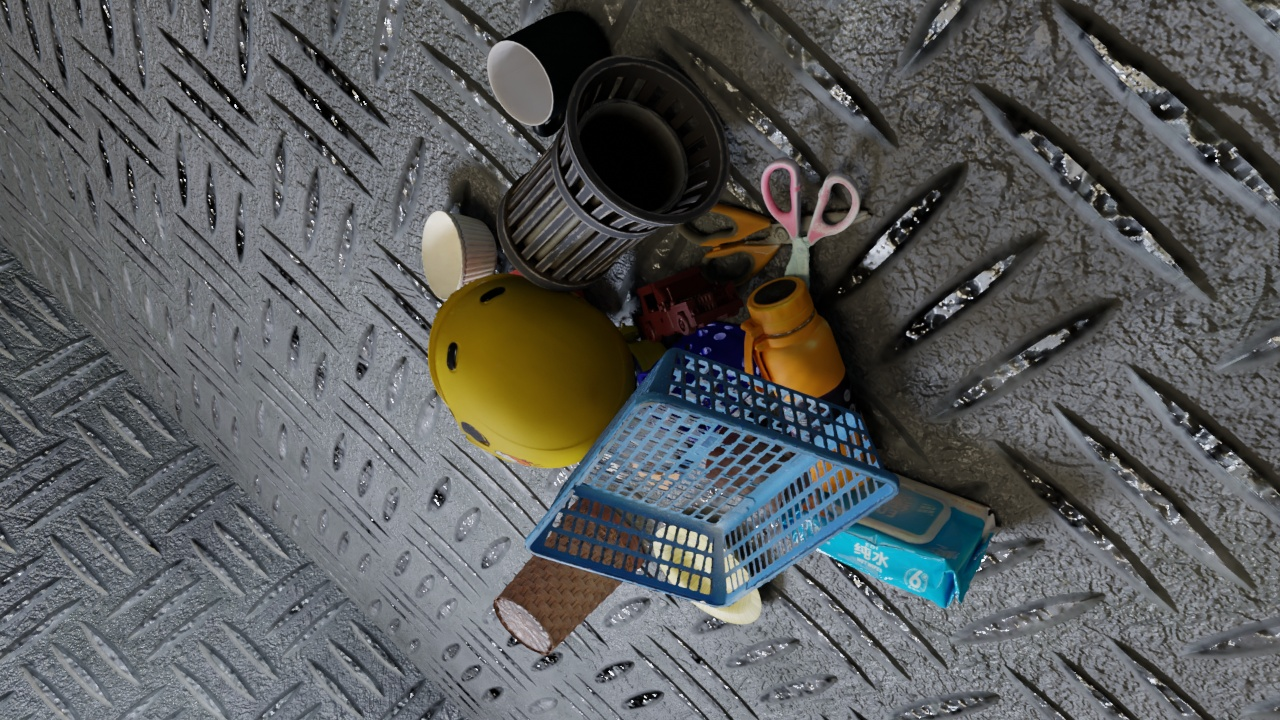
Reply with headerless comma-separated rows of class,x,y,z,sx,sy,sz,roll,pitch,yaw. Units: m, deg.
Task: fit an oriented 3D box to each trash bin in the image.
trash bin,-0.042,-0.169,0.918,0.164,0.163,0.228,51,148,-6
trash bin,-0.114,0.340,1.440,0.151,0.209,0.151,27,140,25

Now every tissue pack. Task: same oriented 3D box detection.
tissue pack,0.259,0.174,0.972,0.209,0.116,0.066,18,130,34

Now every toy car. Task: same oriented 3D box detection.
toy car,0.044,-0.061,0.974,0.062,0.070,0.170,69,162,-4

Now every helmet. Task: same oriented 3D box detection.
helmet,-0.103,0.017,1.007,0.240,0.209,0.140,38,168,-34

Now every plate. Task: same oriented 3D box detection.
plate,0.104,0.298,1.322,0.184,0.036,0.185,28,141,25

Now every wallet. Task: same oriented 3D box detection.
wallet,0.009,0.089,1.162,0.132,0.054,0.100,31,-176,20

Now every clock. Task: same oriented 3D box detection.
clock,-0.007,0.007,1.124,0.118,0.057,0.083,49,144,34

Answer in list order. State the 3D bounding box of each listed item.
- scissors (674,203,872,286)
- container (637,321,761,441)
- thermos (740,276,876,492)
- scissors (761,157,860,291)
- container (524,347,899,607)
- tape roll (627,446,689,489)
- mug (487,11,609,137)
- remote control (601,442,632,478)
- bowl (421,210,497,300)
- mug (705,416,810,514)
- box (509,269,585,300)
scissors,0.133,-0.115,0.908,0.229,0.016,0.114,2,126,43
container,0.069,0.020,1.019,0.085,0.113,0.084,14,133,38
thermos,0.170,0.031,0.934,0.076,0.091,0.233,8,133,46
scissors,0.165,-0.110,0.862,0.101,0.016,0.179,14,140,25
container,0.056,0.128,0.936,0.257,0.089,0.363,20,142,-14
tape roll,0.023,0.131,1.250,0.094,0.027,0.094,28,141,25
mug,-0.088,-0.276,0.910,0.085,0.094,0.122,32,143,20
remote control,-0.048,0.124,1.286,0.114,0.028,0.060,38,149,52
bowl,-0.233,-0.139,1.199,0.115,0.062,0.115,14,108,51
mug,0.139,0.113,1.057,0.110,0.096,0.123,21,141,26
box,-0.152,-0.044,1.162,0.158,0.126,0.137,-21,82,52
